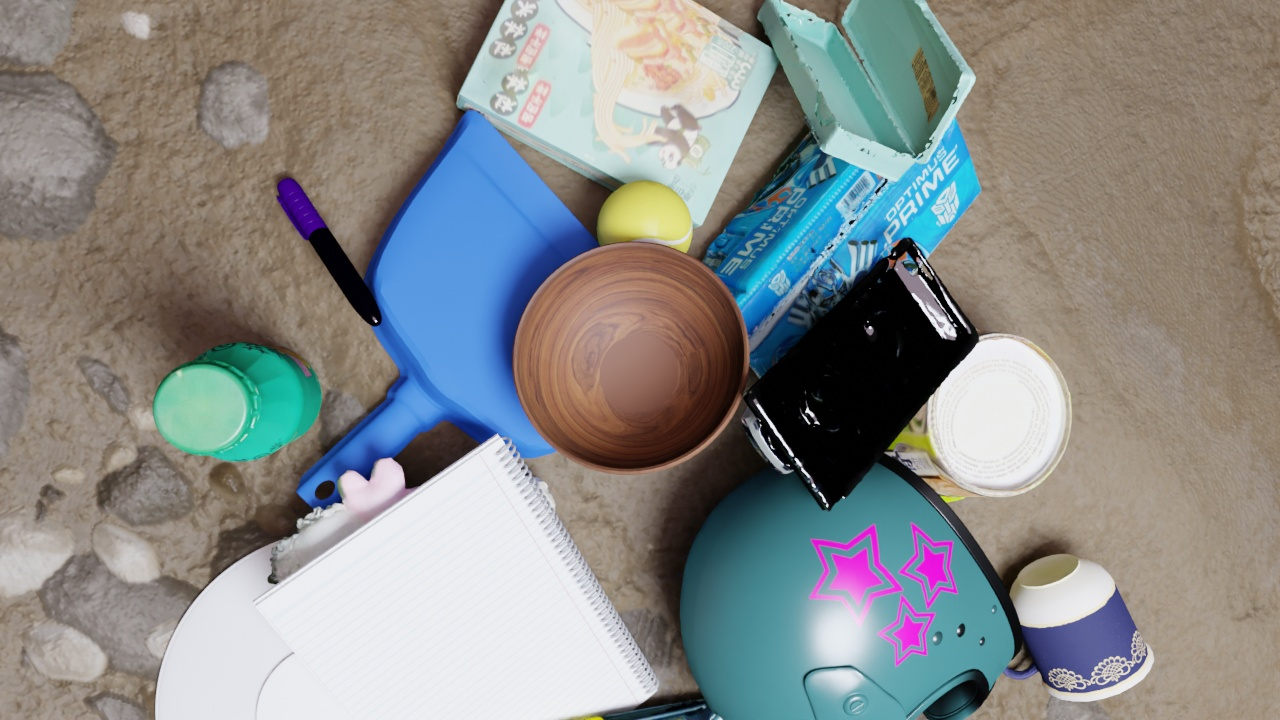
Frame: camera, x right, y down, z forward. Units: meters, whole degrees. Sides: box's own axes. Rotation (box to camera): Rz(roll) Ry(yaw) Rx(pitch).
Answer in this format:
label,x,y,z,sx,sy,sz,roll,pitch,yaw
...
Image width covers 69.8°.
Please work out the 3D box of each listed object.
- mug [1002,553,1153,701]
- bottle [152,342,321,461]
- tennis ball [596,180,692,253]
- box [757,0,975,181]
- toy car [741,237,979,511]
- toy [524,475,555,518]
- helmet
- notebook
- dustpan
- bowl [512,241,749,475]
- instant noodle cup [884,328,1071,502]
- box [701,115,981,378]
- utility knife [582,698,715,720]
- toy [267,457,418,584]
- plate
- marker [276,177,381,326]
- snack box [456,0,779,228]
label,x,y,z,sx,sy,sz,roll,pitch,yaw
mug,0.330,0.210,0.730,0.112,0.085,0.089,-26,94,23
bottle,-0.227,0.023,0.524,0.068,0.210,0.068,0,89,-14
tennis ball,0.003,-0.089,0.625,0.065,0.065,0.065,0,90,-14
box,0.153,-0.217,0.621,0.077,0.093,0.187,17,41,-25
toy car,0.133,0.008,0.610,0.191,0.071,0.094,-42,101,-29
toy,-0.101,0.111,0.634,0.087,0.050,0.112,-24,114,-12
helmet,0.137,0.203,0.634,0.200,0.177,0.275,-41,110,-15
notebook,-0.105,0.192,0.612,0.177,0.013,0.246,-35,116,-16
dustpan,-0.126,0.005,0.627,0.245,0.060,0.257,47,70,-9
bowl,-0.004,0.003,0.596,0.147,0.069,0.147,-1,77,6
instant noodle cup,0.245,0.040,0.694,0.146,0.098,0.146,0,90,-13
box,0.142,-0.084,0.684,0.243,0.094,0.115,-49,120,-9
utility knife,-0.013,0.267,0.659,0.172,0.020,0.029,-3,107,-26
toy,-0.175,0.114,0.594,0.095,0.041,0.109,33,97,-21
plate,-0.206,0.230,0.613,0.229,0.030,0.229,0,88,-10
marker,-0.204,-0.071,0.600,0.018,0.015,0.134,-45,68,18
snack box,-0.014,-0.201,0.660,0.193,0.044,0.141,26,85,-14
